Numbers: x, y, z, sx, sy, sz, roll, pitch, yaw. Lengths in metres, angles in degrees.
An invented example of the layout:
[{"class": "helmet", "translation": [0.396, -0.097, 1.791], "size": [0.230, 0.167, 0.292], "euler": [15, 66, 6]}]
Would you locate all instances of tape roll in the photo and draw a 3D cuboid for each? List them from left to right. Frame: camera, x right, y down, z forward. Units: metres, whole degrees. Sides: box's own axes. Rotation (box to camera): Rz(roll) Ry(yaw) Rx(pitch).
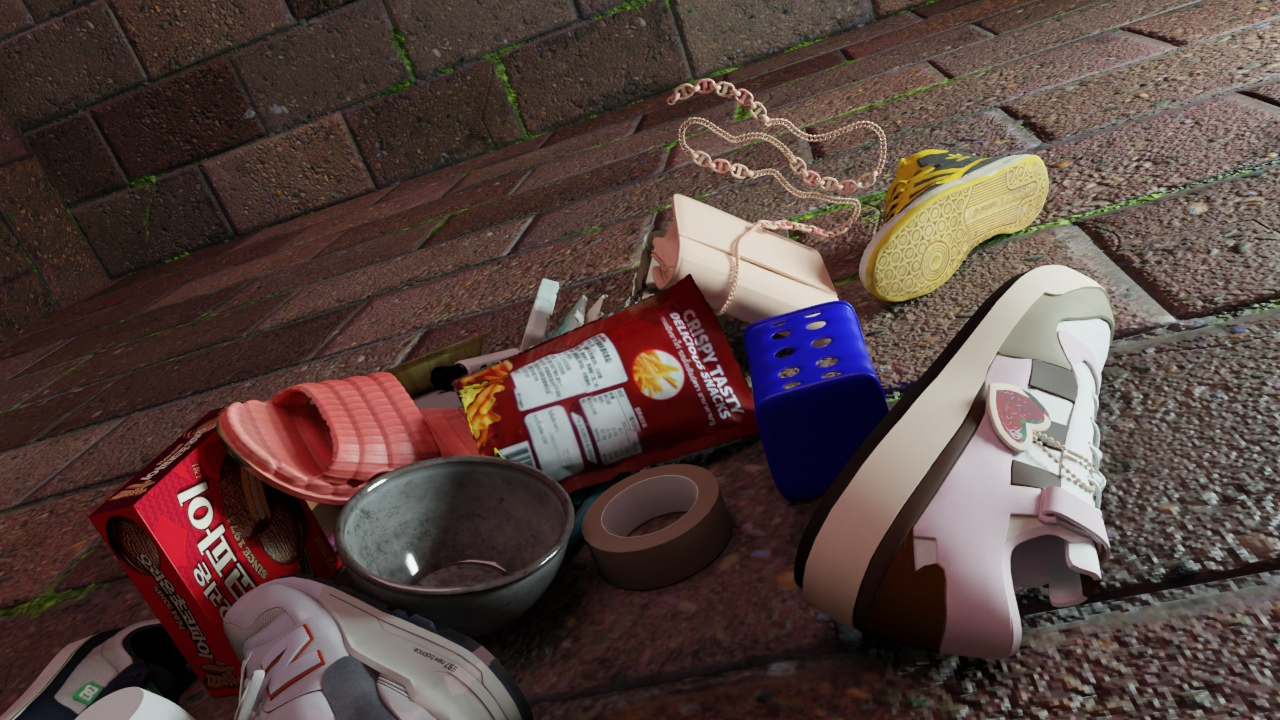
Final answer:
[{"class": "tape roll", "translation": [0.011, 0.106, 0.596], "size": [0.094, 0.030, 0.093], "euler": [-18, 22, 7]}]

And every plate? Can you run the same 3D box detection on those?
[{"class": "plate", "translation": [-0.233, 0.016, 0.975], "size": [0.184, 0.036, 0.184], "euler": [-21, 4, 2]}]

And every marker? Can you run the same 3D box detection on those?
[{"class": "marker", "translation": [-0.165, 0.009, 0.927], "size": [0.025, 0.025, 0.125], "euler": [-6, 6, 32]}]

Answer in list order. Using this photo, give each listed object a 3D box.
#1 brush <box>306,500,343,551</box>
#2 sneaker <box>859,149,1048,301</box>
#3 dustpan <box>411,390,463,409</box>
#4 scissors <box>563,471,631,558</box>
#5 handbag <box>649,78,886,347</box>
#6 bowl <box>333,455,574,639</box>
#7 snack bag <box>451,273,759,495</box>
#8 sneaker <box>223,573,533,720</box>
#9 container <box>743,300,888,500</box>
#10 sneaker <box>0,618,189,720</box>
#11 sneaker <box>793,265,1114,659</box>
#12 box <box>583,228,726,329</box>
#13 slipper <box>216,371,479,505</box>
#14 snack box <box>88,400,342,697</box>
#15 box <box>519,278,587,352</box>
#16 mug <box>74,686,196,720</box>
[{"class": "brush", "translation": [-0.259, 0.126, 0.769], "size": [0.228, 0.043, 0.089], "euler": [-22, 22, -2]}, {"class": "sneaker", "translation": [0.260, -0.134, 0.857], "size": [0.238, 0.086, 0.122], "euler": [-27, 29, -26]}, {"class": "dustpan", "translation": [-0.195, 0.056, 0.857], "size": [0.257, 0.033, 0.163], "euler": [-26, 13, -25]}, {"class": "scissors", "translation": [-0.032, 0.097, 0.669], "size": [0.130, 0.019, 0.135], "euler": [-21, 28, -13]}, {"class": "handbag", "translation": [0.100, -0.121, 0.758], "size": [0.198, 0.188, 0.116], "euler": [19, 28, -15]}, {"class": "bowl", "translation": [-0.114, 0.125, 0.580], "size": [0.145, 0.067, 0.144], "euler": [2, 25, -1]}, {"class": "snack bag", "translation": [-0.025, 0.026, 0.679], "size": [0.208, 0.138, 0.067], "euler": [-22, -23, -7]}, {"class": "sneaker", "translation": [-0.182, 0.191, 0.490], "size": [0.240, 0.089, 0.124], "euler": [0, 27, 35]}, {"class": "container", "translation": [0.119, 0.025, 0.618], "size": [0.084, 0.085, 0.113], "euler": [-16, 24, 11]}, {"class": "sneaker", "translation": [-0.326, 0.227, 0.546], "size": [0.079, 0.084, 0.235], "euler": [-23, 19, -6]}, {"class": "sneaker", "translation": [0.212, 0.047, 0.491], "size": [0.116, 0.112, 0.292], "euler": [27, 46, 33]}, {"class": "box", "translation": [0.009, -0.052, 0.908], "size": [0.182, 0.081, 0.143], "euler": [-2, 57, 28]}, {"class": "slipper", "translation": [-0.183, 0.051, 0.689], "size": [0.248, 0.059, 0.103], "euler": [6, 33, -46]}, {"class": "snack box", "translation": [-0.286, 0.128, 0.642], "size": [0.036, 0.152, 0.132], "euler": [-14, 23, 16]}, {"class": "box", "translation": [-0.093, -0.022, 0.886], "size": [0.086, 0.072, 0.198], "euler": [-39, 15, 9]}, {"class": "mug", "translation": [-0.261, 0.229, 0.470], "size": [0.071, 0.089, 0.107], "euler": [-17, 22, 9]}]
